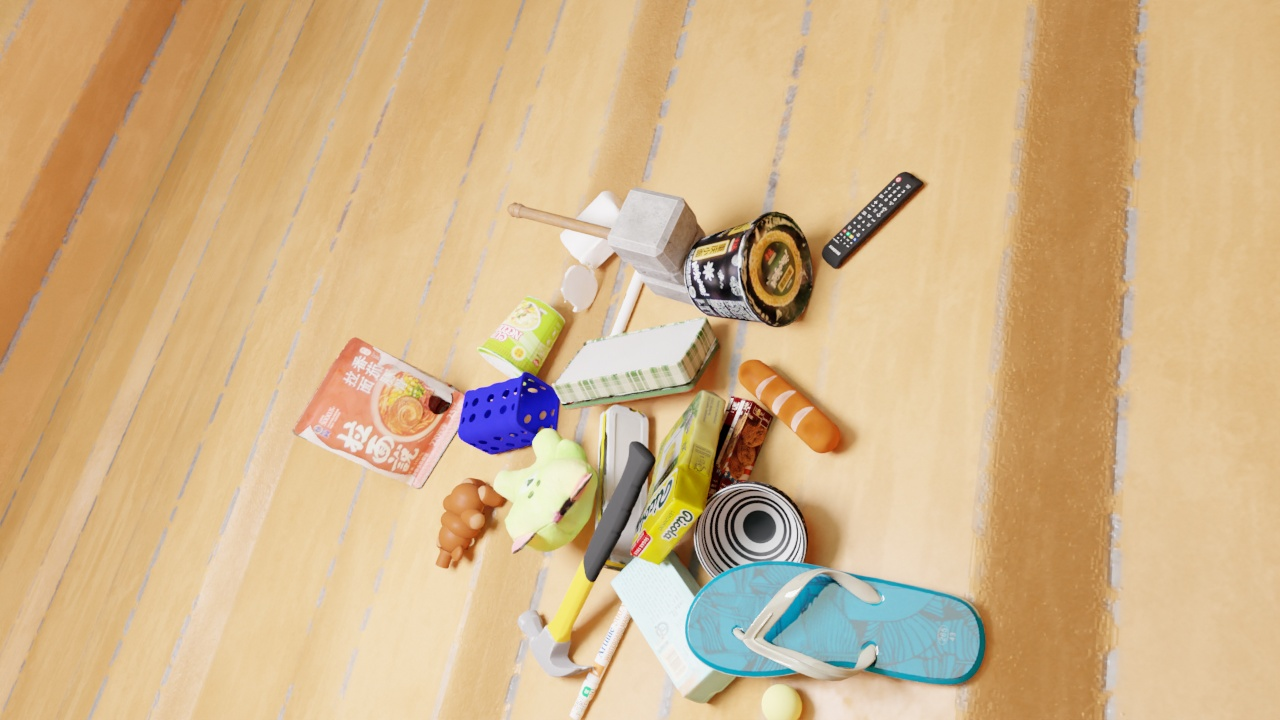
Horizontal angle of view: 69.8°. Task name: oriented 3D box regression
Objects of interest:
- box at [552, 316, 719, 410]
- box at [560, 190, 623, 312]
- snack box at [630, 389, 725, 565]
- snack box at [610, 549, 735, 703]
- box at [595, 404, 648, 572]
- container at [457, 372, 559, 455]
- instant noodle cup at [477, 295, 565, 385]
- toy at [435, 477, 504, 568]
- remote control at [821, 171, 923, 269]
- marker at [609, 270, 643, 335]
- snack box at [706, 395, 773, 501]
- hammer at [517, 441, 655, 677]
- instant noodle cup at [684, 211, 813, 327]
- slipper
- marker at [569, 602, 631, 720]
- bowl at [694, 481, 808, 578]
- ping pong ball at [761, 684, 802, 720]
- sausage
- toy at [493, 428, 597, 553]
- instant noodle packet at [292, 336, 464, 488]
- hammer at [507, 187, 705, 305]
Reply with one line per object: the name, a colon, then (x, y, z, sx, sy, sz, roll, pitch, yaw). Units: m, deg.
box: (-0.007, 0.007, 1.188, 0.206, 0.051, 0.117, -12, 29, 32)
box: (-0.070, -0.160, 1.342, 0.156, 0.084, 0.126, -41, 54, 14)
snack box: (0.044, 0.127, 1.046, 0.122, 0.045, 0.180, -58, 10, 43)
snack box: (0.042, 0.288, 1.023, 0.075, 0.053, 0.174, -47, 48, 6)
box: (-0.023, 0.157, 1.138, 0.037, 0.064, 0.209, -34, 46, 48)
container: (-0.186, 0.078, 1.296, 0.114, 0.084, 0.085, -15, 56, 32)
instant noodle cup: (-0.168, -0.032, 1.341, 0.099, 0.099, 0.107, 20, 72, 43)
toy: (-0.247, 0.230, 1.285, 0.095, 0.065, 0.127, 18, 86, 50)
remote control: (0.282, -0.172, 1.118, 0.147, 0.015, 0.033, -45, 47, 9)
marker: (-0.020, -0.074, 1.297, 0.133, 0.017, 0.020, -69, 12, -13)
snack box: (0.105, 0.117, 1.070, 0.032, 0.051, 0.140, 13, 75, 41)
hammer: (-0.056, 0.235, 1.062, 0.127, 0.029, 0.324, 48, 122, 43)
instant noodle cup: (0.127, -0.107, 1.130, 0.112, 0.137, 0.137, -1, 65, 47)
slipper: (0.178, 0.254, 0.895, 0.295, 0.060, 0.118, -1, 66, 23)
marker: (-0.044, 0.352, 1.079, 0.017, 0.017, 0.145, 18, 78, 42)
bowl: (0.125, 0.187, 0.998, 0.120, 0.066, 0.120, 1, 95, 18)
ping pong ball: (0.142, 0.346, 0.922, 0.040, 0.040, 0.040, -18, 56, 29)
sausage: (0.171, 0.051, 1.060, 0.039, 0.044, 0.164, -52, 46, 8)
toy: (-0.112, 0.171, 1.151, 0.150, 0.107, 0.197, -47, 28, 5)
instant noodle packet: (-0.384, 0.074, 1.357, 0.084, 0.221, 0.164, 30, 86, 45)
hammer: (-0.060, -0.176, 1.244, 0.318, 0.162, 0.082, 19, 78, 31)
